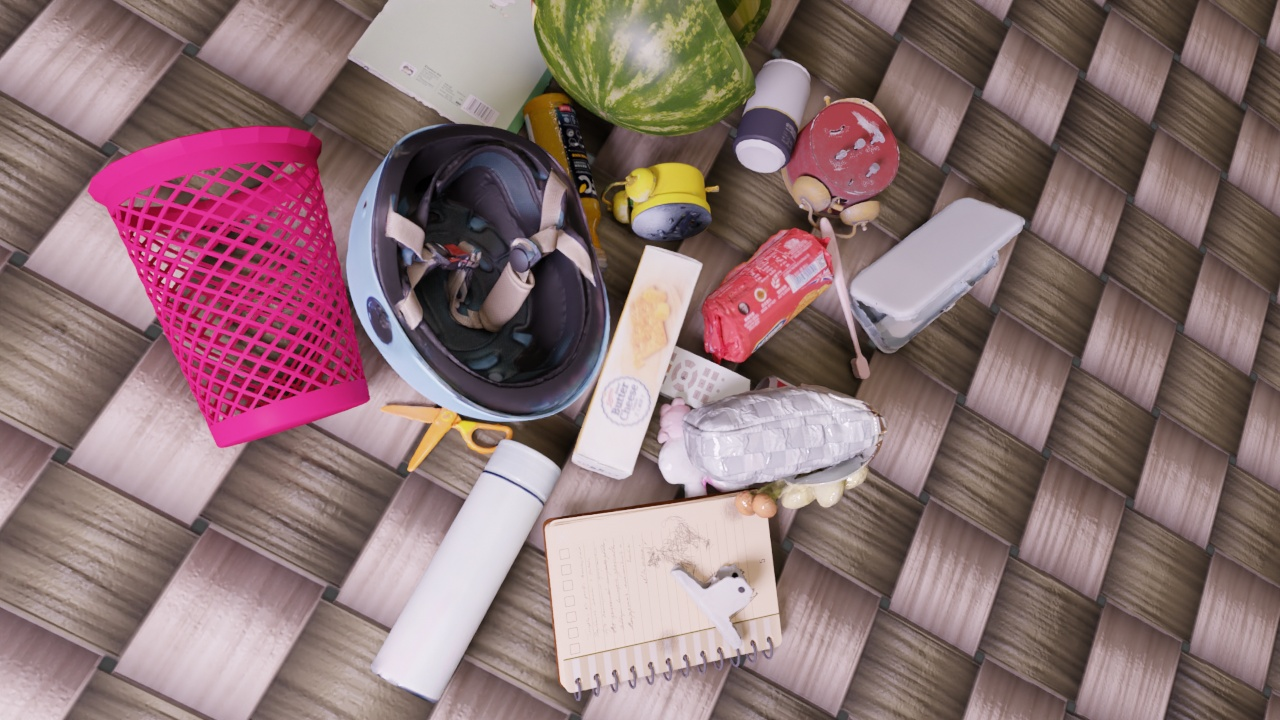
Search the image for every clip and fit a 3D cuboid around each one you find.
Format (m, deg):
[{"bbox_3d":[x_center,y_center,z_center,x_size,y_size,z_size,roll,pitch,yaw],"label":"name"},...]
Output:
[{"bbox_3d":[0.079,0.220,0.867,0.054,0.038,0.101,-38,99,6],"label":"clip"}]

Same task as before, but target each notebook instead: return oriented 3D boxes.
[{"bbox_3d":[0.026,0.219,0.873,0.225,0.024,0.167,-6,89,-19],"label":"notebook"},{"bbox_3d":[-0.161,-0.363,0.971,0.182,0.010,0.252,30,71,-9],"label":"notebook"}]

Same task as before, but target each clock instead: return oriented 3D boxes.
[{"bbox_3d":[0.225,-0.212,1.019,0.117,0.081,0.158,16,73,-13],"label":"clock"},{"bbox_3d":[0.018,-0.163,0.942,0.118,0.083,0.057,3,71,-20],"label":"clock"}]

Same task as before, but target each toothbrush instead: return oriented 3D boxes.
[{"bbox_3d":[0.220,-0.067,0.998,0.015,0.018,0.181,-16,95,-14],"label":"toothbrush"}]

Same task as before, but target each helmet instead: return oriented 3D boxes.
[{"bbox_3d":[0.011,-0.350,0.910,0.243,0.213,0.247,14,80,11],"label":"helmet"},{"bbox_3d":[-0.146,-0.065,0.818,0.224,0.167,0.265,-16,83,-37],"label":"helmet"}]

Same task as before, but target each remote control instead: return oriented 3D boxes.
[{"bbox_3d":[0.041,0.016,0.932,0.143,0.024,0.049,25,80,1],"label":"remote control"}]

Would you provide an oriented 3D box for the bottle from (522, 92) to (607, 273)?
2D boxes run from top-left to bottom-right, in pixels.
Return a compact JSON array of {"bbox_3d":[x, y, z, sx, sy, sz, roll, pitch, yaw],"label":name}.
[{"bbox_3d":[-0.073,-0.175,0.931,0.053,0.053,0.186,-11,81,-20],"label":"bottle"}]

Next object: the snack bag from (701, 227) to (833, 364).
[{"bbox_3d":[0.130,-0.071,0.959,0.176,0.082,0.082,-39,91,-22],"label":"snack bag"}]

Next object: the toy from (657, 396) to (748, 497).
[{"bbox_3d":[0.052,0.096,0.914,0.075,0.037,0.125,-33,99,-21],"label":"toy"}]

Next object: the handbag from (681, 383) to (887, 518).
[{"bbox_3d":[0.128,0.085,0.862,0.171,0.112,0.123,-8,100,-12],"label":"handbag"}]

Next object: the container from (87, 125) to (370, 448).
[{"bbox_3d":[-0.325,-0.053,0.769,0.183,0.183,0.225,-19,91,-21],"label":"container"}]

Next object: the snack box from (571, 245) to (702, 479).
[{"bbox_3d":[-0.005,0.005,0.865,0.057,0.104,0.207,19,80,-1],"label":"snack box"}]

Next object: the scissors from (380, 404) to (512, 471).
[{"bbox_3d":[-0.181,0.048,0.867,0.125,0.011,0.129,10,73,-17],"label":"scissors"}]

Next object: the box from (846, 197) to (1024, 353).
[{"bbox_3d":[0.331,-0.110,1.017,0.216,0.110,0.107,-39,87,-22],"label":"box"}]

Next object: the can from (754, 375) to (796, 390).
[{"bbox_3d":[0.163,0.058,0.952,0.096,0.054,0.054,26,71,-10],"label":"can"}]

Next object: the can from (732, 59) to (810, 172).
[{"bbox_3d":[0.148,-0.276,1.019,0.064,0.064,0.127,23,72,-12],"label":"can"}]

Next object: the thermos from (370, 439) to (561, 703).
[{"bbox_3d":[-0.151,0.182,0.816,0.068,0.068,0.229,30,70,-9],"label":"thermos"}]
